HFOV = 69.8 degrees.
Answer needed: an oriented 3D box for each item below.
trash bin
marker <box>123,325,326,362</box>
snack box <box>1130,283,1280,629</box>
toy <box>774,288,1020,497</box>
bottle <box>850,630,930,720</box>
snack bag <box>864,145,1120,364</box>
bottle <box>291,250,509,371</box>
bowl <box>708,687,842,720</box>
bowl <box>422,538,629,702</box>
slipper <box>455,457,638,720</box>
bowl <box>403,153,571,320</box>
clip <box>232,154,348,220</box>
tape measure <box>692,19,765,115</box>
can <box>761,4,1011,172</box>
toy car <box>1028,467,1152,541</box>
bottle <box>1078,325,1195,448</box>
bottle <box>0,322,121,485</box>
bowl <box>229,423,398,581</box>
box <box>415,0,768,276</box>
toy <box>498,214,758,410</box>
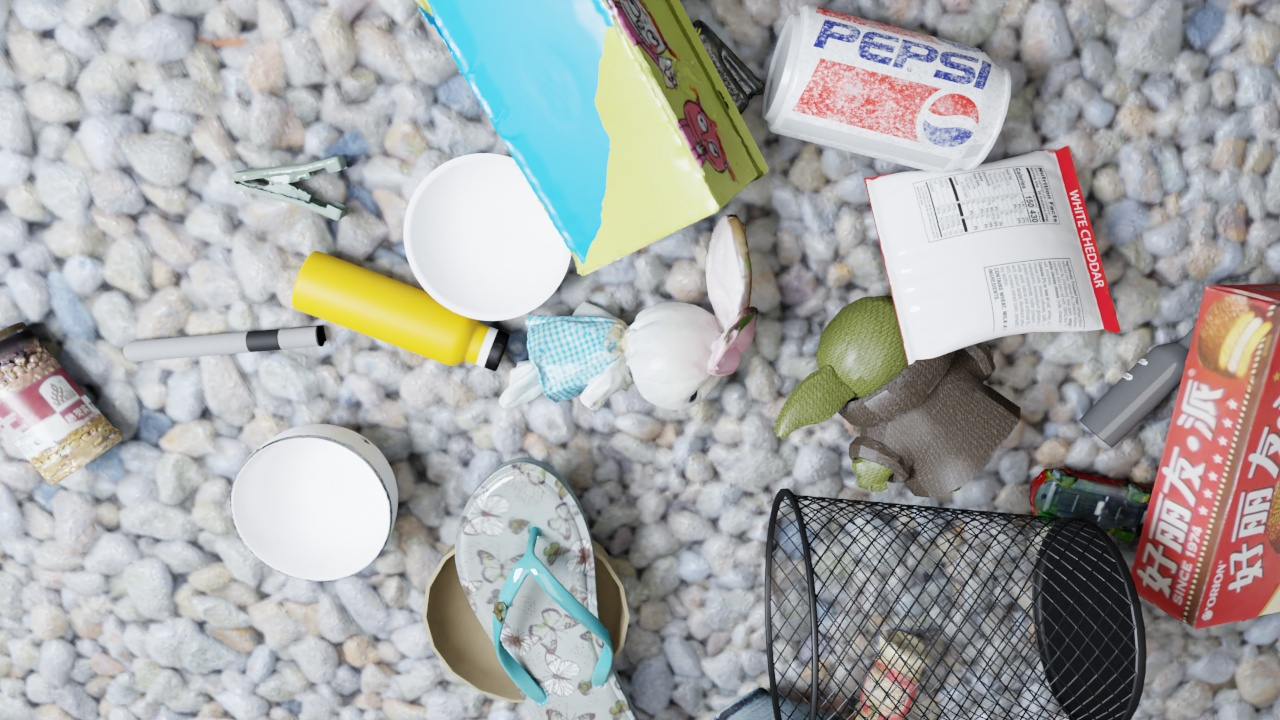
[{"bbox_3d":[0.204,0.182,0.631,0.210,0.184,0.184,0,108,-1],"label":"trash bin"},{"bbox_3d":[-0.297,-0.012,0.655,0.140,0.016,0.016,-5,108,2],"label":"marker"},{"bbox_3d":[0.432,0.065,0.644,0.113,0.060,0.236,-2,108,-20],"label":"snack box"},{"bbox_3d":[0.186,0.023,0.634,0.153,0.078,0.179,46,78,-9],"label":"toy"},{"bbox_3d":[0.196,0.270,0.734,0.044,0.044,0.109,14,106,-5],"label":"bottle"},{"bbox_3d":[0.231,-0.072,0.600,0.144,0.039,0.130,-9,79,-5],"label":"snack bag"},{"bbox_3d":[-0.163,-0.030,0.636,0.143,0.043,0.043,21,106,-7],"label":"bottle"},{"bbox_3d":[0.090,0.297,0.724,0.137,0.137,0.057,-38,64,11],"label":"bowl"},{"bbox_3d":[-0.085,0.182,0.700,0.152,0.050,0.152,0,108,0],"label":"bowl"},{"bbox_3d":[-0.068,0.200,0.651,0.098,0.054,0.269,-12,109,6],"label":"slipper"},{"bbox_3d":[-0.100,-0.086,0.619,0.110,0.040,0.110,0,108,0],"label":"bowl"},{"bbox_3d":[-0.236,-0.120,0.618,0.076,0.023,0.059,3,106,-3],"label":"clip"},{"bbox_3d":[0.036,-0.176,0.593,0.065,0.037,0.064,43,102,-10],"label":"tape measure"},{"bbox_3d":[0.151,-0.167,0.574,0.136,0.078,0.078,13,107,-4],"label":"can"},{"bbox_3d":[0.336,0.104,0.684,0.091,0.036,0.042,9,108,-4],"label":"toy car"},{"bbox_3d":[0.368,0.012,0.658,0.030,0.030,0.113,38,104,-11],"label":"bottle"},{"bbox_3d":[-0.426,0.031,0.648,0.056,0.056,0.105,-30,105,9],"label":"bottle"},{"bbox_3d":[-0.229,0.096,0.665,0.113,0.063,0.113,0,108,0],"label":"bowl"},{"bbox_3d":[-0.033,-0.175,0.546,0.125,0.080,0.221,-23,104,39],"label":"box"},{"bbox_3d":[-0.004,0.004,0.626,0.206,0.130,0.106,-20,128,19],"label":"toy"}]
